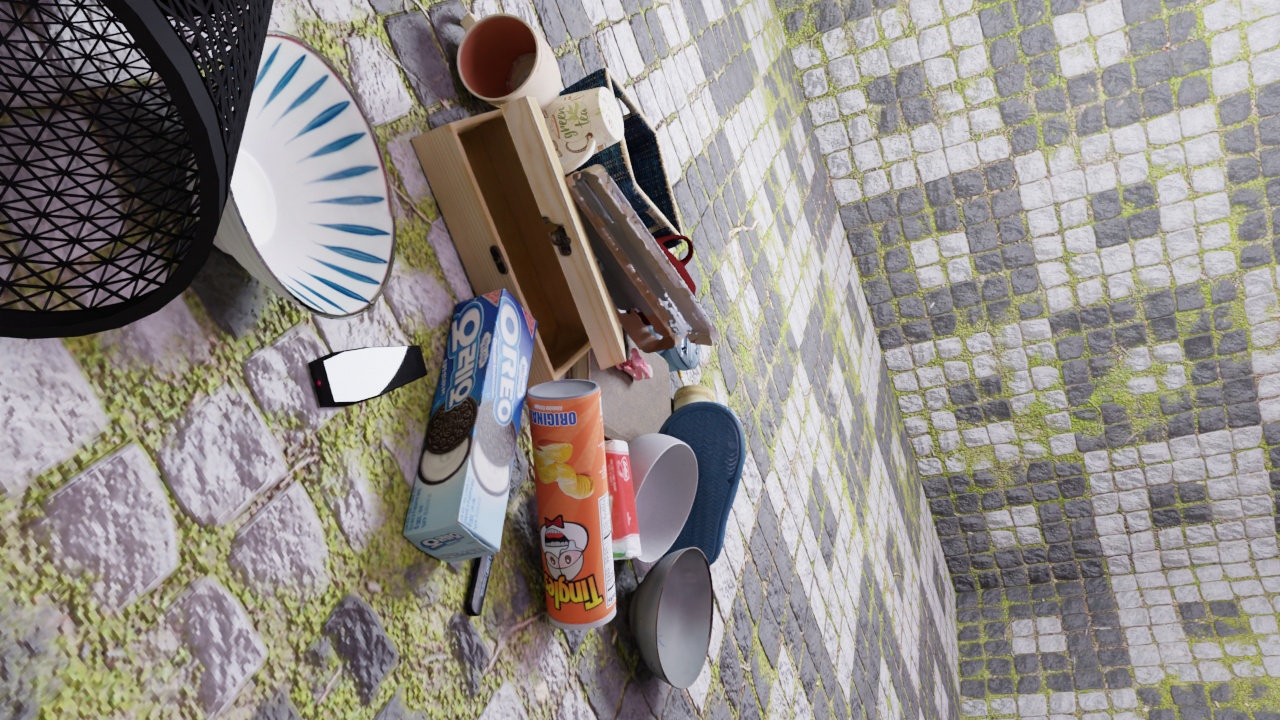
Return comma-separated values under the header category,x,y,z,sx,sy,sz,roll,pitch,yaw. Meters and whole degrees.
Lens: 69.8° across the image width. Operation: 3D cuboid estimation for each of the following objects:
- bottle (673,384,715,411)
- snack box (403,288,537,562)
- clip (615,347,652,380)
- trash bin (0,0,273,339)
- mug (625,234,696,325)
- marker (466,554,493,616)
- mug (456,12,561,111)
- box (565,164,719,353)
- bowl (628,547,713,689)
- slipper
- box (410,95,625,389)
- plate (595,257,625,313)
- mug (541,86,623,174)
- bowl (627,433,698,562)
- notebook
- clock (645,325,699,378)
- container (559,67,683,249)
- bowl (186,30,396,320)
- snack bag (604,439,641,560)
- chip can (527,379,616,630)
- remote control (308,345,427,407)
category,x,y,z,sx,sy,sz,roll,pitch,yaw
bottle,0.066,0.110,1.170,0.056,0.057,0.161,52,33,-44
snack box,-0.133,0.047,0.745,0.059,0.060,0.225,47,36,-42
clip,-0.012,0.007,1.010,0.059,0.038,0.022,42,38,-51
trash bin,-0.262,-0.172,0.397,0.217,0.217,0.242,54,25,-42
mug,0.016,-0.110,1.064,0.113,0.087,0.088,-43,124,-18
marker,-0.126,0.152,0.759,0.018,0.015,0.122,52,34,-45
mug,-0.134,-0.301,0.920,0.111,0.085,0.104,49,11,8
box,-0.013,-0.100,0.952,0.058,0.154,0.216,-44,107,-25
bowl,0.027,0.271,0.980,0.150,0.057,0.150,6,83,-64
slipper,0.062,0.141,1.048,0.059,0.104,0.214,-60,159,-66
box,-0.087,-0.117,0.860,0.140,0.123,0.249,-45,119,-58
plate,-0.046,-0.120,1.085,0.173,0.019,0.172,44,39,-52
mug,-0.076,-0.237,0.978,0.081,0.097,0.121,57,30,-39
bowl,-0.001,0.139,0.964,0.131,0.064,0.132,-32,131,-48
notebook,-0.019,0.057,1.032,0.215,0.035,0.189,38,45,-56
clock,0.032,-0.033,1.176,0.124,0.052,0.088,47,38,-48
container,-0.024,-0.231,1.099,0.145,0.071,0.187,39,34,-55
bowl,-0.230,-0.108,0.576,0.177,0.071,0.177,-8,89,-75
snack bag,-0.043,0.137,0.876,0.036,0.077,0.115,17,63,-61
chip can,-0.059,0.126,0.804,0.062,0.062,0.210,-34,123,-66
remote control,-0.196,0.008,0.680,0.124,0.010,0.039,-20,97,-68
